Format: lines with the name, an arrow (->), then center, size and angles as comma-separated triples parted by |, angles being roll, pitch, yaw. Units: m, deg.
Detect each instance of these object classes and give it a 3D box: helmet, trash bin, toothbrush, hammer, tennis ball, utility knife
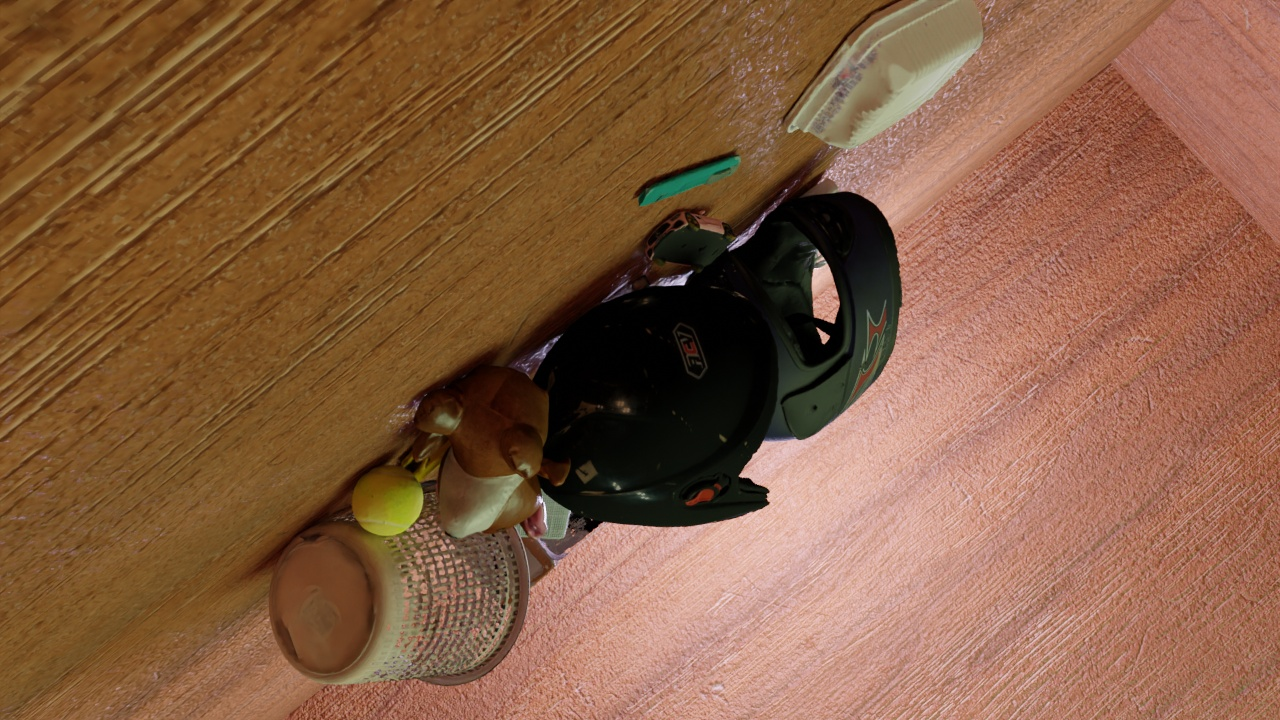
helmet -> 0.157, -0.041, 1.110 | 0.240, 0.247, 0.316 | -19, 143, -17
trash bin -> -0.258, 0.238, 0.944 | 0.228, 0.227, 0.192 | -41, 160, 16
toothbrush -> 0.000, -0.064, 1.025 | 0.018, 0.015, 0.181 | -32, 171, -5
hammer -> -0.148, 0.063, 1.017 | 0.129, 0.033, 0.299 | -42, 172, 33
helmet -> 0.011, 0.045, 0.901 | 0.229, 0.233, 0.276 | 1, 149, -28
tennis ball -> -0.237, 0.131, 0.861 | 0.065, 0.065, 0.065 | -38, 173, -6
utility knife -> 0.044, -0.145, 0.740 | 0.150, 0.013, 0.029 | -30, 168, -48

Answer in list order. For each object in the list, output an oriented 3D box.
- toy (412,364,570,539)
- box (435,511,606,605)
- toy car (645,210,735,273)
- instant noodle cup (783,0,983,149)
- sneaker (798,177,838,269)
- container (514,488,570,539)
toy -> -0.138, 0.100, 0.832 | 0.130, 0.140, 0.200 | -59, 172, -33
box -> -0.165, 0.220, 1.320 | 0.260, 0.178, 0.105 | -39, 173, 5
toy car -> 0.046, -0.115, 0.862 | 0.056, 0.037, 0.122 | -45, 158, 24
instant noodle cup -> 0.218, -0.248, 0.789 | 0.173, 0.060, 0.138 | -33, 171, -31
sneaker -> 0.215, -0.152, 1.240 | 0.089, 0.090, 0.243 | -37, 172, -22
container -> -0.127, 0.156, 1.139 | 0.089, 0.090, 0.112 | -101, -161, -60
